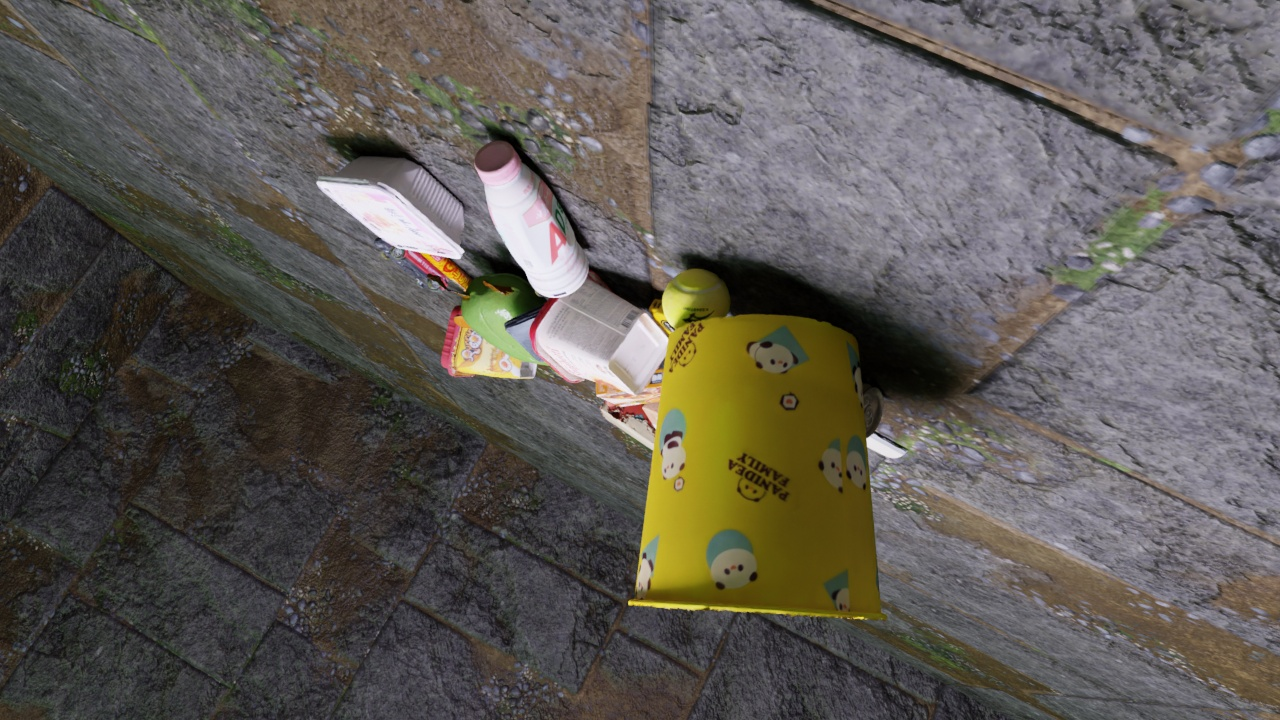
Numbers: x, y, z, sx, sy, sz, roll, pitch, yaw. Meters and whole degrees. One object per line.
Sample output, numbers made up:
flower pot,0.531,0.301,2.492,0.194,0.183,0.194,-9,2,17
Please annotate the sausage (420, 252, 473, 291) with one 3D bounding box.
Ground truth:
sausage,-0.267,-0.125,1.328,0.021,0.021,0.165,15,160,41

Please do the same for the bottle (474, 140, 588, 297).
bottle,-0.110,-0.139,0.919,0.068,0.068,0.197,22,160,25

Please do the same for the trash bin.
trash bin,0.110,0.105,0.854,0.229,0.255,0.230,3,165,1

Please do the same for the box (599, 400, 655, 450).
box,0.019,0.107,1.417,0.168,0.079,0.091,33,169,11

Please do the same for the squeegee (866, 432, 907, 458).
squeegee,0.180,0.088,1.184,0.246,0.039,0.247,29,165,0

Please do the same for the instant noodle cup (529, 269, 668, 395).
instant noodle cup,-0.042,-0.026,1.045,0.124,0.116,0.116,26,166,40

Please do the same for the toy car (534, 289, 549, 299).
toy car,-0.110,-0.110,1.073,0.056,0.037,0.122,16,148,40

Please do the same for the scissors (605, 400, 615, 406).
scissors,-0.048,0.017,1.267,0.206,0.015,0.195,-116,11,-61

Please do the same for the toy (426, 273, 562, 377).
toy,-0.168,-0.058,1.242,0.227,0.089,0.246,3,156,32

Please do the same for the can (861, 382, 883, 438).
can,0.193,0.043,0.974,0.116,0.058,0.058,14,159,42

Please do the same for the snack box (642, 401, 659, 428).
snack box,0.069,0.065,1.233,0.093,0.077,0.094,22,163,23

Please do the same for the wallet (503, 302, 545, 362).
wallet,-0.100,-0.042,1.170,0.121,0.019,0.097,-22,144,13

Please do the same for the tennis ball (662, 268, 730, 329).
tennis ball,0.054,-0.056,0.888,0.065,0.065,0.065,27,165,8

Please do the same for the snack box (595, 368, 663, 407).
snack box,0.027,0.031,1.149,0.154,0.026,0.075,-9,163,24

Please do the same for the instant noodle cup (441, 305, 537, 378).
instant noodle cup,-0.222,-0.023,1.402,0.124,0.116,0.116,13,-178,13

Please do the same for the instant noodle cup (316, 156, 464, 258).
instant noodle cup,-0.284,-0.188,1.083,0.174,0.060,0.138,13,158,43

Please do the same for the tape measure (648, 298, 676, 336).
tape measure,0.043,-0.046,1.012,0.057,0.028,0.060,17,161,41

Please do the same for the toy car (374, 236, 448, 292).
toy car,-0.326,-0.145,1.323,0.053,0.045,0.120,12,153,53
